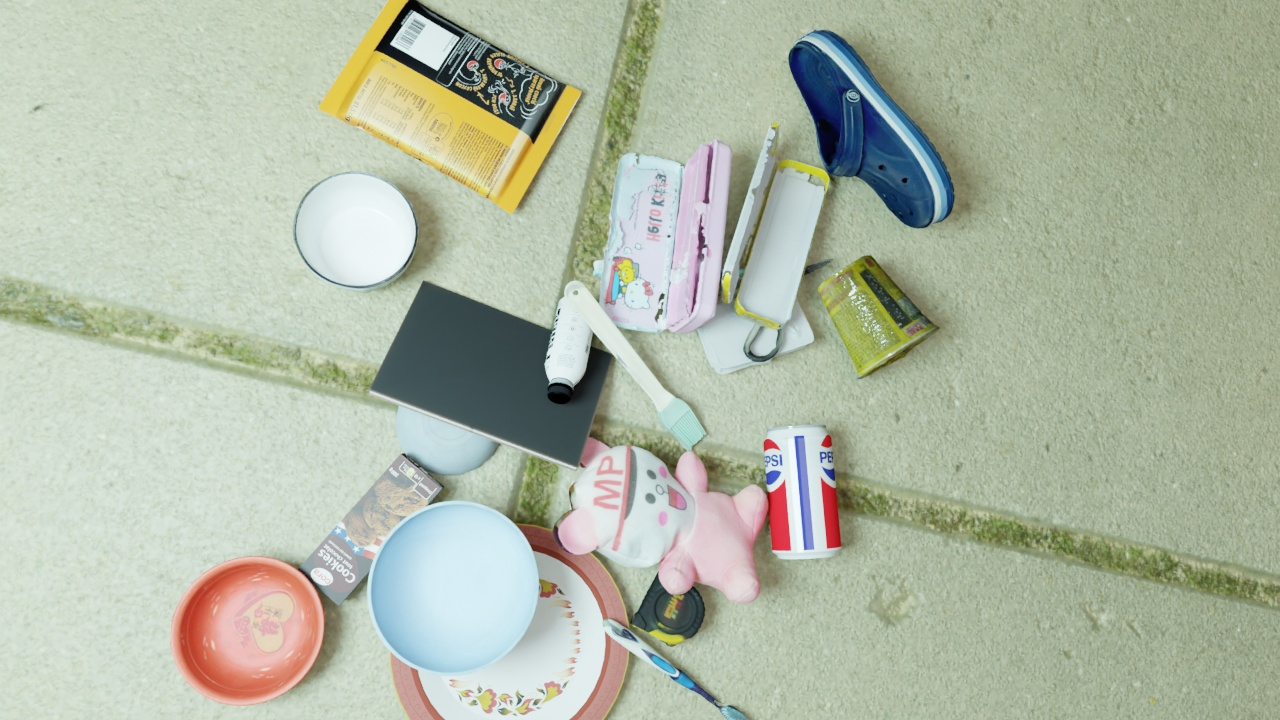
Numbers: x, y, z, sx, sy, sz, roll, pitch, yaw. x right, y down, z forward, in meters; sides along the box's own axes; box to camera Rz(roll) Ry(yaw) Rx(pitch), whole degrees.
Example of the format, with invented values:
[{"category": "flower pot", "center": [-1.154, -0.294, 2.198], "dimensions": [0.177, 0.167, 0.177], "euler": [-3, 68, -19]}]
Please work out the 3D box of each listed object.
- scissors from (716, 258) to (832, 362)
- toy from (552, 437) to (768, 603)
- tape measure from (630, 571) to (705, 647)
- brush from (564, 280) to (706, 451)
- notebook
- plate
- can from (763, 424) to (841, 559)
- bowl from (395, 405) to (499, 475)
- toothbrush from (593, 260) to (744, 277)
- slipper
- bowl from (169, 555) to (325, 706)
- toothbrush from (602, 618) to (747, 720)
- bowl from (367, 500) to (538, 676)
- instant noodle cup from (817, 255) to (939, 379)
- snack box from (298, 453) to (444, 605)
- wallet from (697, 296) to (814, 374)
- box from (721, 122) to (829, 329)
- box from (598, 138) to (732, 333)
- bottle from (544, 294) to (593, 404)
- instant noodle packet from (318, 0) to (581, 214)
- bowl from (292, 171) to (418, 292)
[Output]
[{"category": "scissors", "center": [0.129, -0.072, 0.974], "dimensions": [0.169, 0.013, 0.157], "euler": [3, 71, -5]}, {"category": "toy", "center": [0.021, 0.157, 0.903], "dimensions": [0.213, 0.084, 0.141], "euler": [20, 56, -12]}, {"category": "tape measure", "center": [0.032, 0.249, 0.919], "dimensions": [0.062, 0.038, 0.067], "euler": [28, 74, 3]}, {"category": "brush", "center": [-0.006, 0.005, 0.932], "dimensions": [0.033, 0.012, 0.217], "euler": [-43, 107, -14]}, {"category": "notebook", "center": [-0.141, 0.012, 0.907], "dimensions": [0.209, 0.008, 0.141], "euler": [21, 54, -7]}, {"category": "plate", "center": [-0.125, 0.274, 0.891], "dimensions": [0.229, 0.021, 0.229], "euler": [2, 81, -11]}, {"category": "can", "center": [0.166, 0.135, 0.944], "dimensions": [0.070, 0.070, 0.132], "euler": [-2, 82, -12]}, {"category": "bowl", "center": [-0.187, 0.059, 0.902], "dimensions": [0.106, 0.039, 0.106], "euler": [2, 81, -11]}, {"category": "toothbrush", "center": [0.039, -0.096, 0.983], "dimensions": [0.180, 0.016, 0.016], "euler": [1, 72, -10]}, {"category": "slipper", "center": [0.234, -0.240, 1.001], "dimensions": [0.095, 0.105, 0.253], "euler": [-33, 85, -13]}, {"category": "bowl", "center": [-0.354, 0.244, 0.838], "dimensions": [0.130, 0.045, 0.130], "euler": [2, 81, -11]}, {"category": "toothbrush", "center": [0.036, 0.310, 0.906], "dimensions": [0.189, 0.017, 0.016], "euler": [39, 70, -12]}, {"category": "bowl", "center": [-0.170, 0.204, 0.841], "dimensions": [0.150, 0.075, 0.150], "euler": [2, 82, -11]}, {"category": "instant noodle cup", "center": [0.247, -0.049, 0.982], "dimensions": [0.102, 0.102, 0.108], "euler": [-28, 78, -14]}, {"category": "snack box", "center": [-0.254, 0.158, 0.870], "dimensions": [0.051, 0.032, 0.140], "euler": [41, 82, -3]}, {"category": "wallet", "center": [0.120, -0.036, 0.985], "dimensions": [0.116, 0.032, 0.086], "euler": [-13, 73, -11]}, {"category": "box", "center": [0.144, -0.143, 0.957], "dimensions": [0.084, 0.080, 0.209], "euler": [17, 66, 5]}, {"category": "box", "center": [0.023, -0.132, 0.940], "dimensions": [0.103, 0.101, 0.201], "euler": [13, 71, -16]}, {"category": "bottle", "center": [-0.072, -0.010, 0.915], "dimensions": [0.041, 0.041, 0.115], "euler": [15, 56, -9]}, {"category": "instant noodle packet", "center": [-0.194, -0.271, 0.955], "dimensions": [0.221, 0.032, 0.159], "euler": [28, 75, -6]}, {"category": "bowl", "center": [-0.275, -0.119, 0.899], "dimensions": [0.116, 0.066, 0.116], "euler": [2, 81, -11]}]
